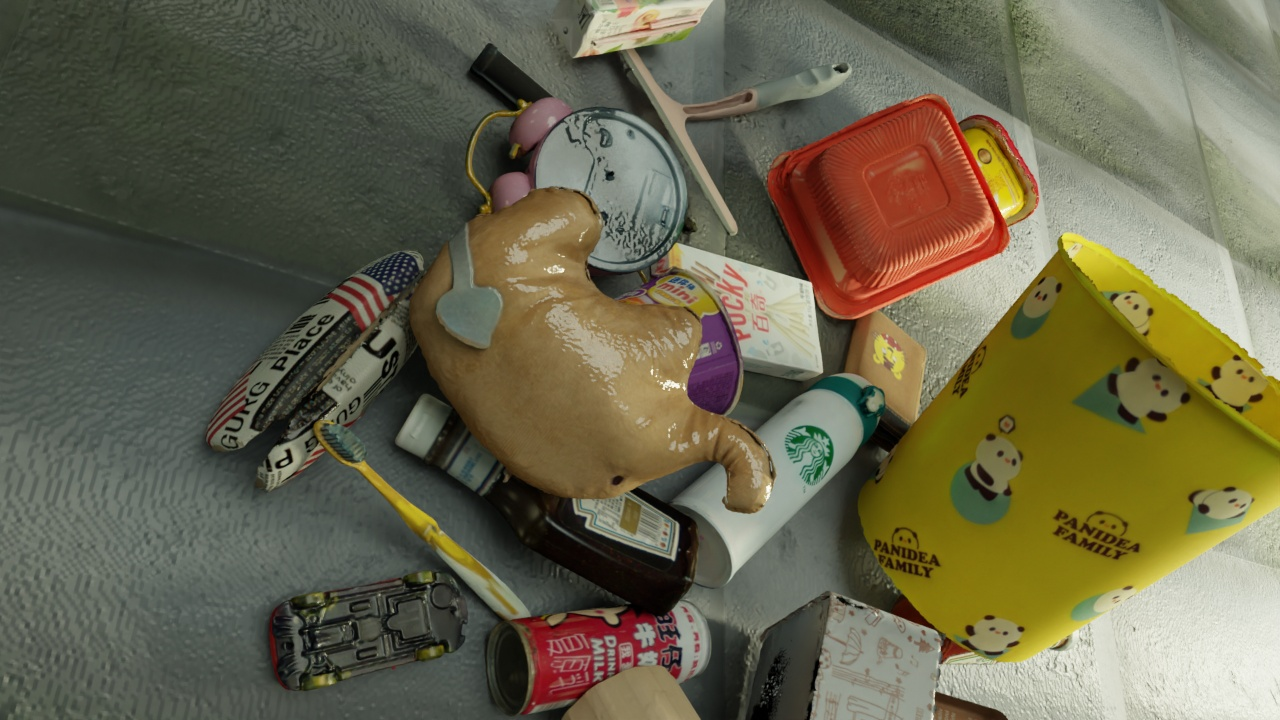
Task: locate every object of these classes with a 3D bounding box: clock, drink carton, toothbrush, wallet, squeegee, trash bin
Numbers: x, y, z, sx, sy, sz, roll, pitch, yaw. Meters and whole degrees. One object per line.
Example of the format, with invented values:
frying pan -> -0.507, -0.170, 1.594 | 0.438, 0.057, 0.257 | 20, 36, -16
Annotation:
clock -> -0.047, -0.121, 0.647 | 0.158, 0.060, 0.117 | 22, 75, -24
drink carton -> -0.005, -0.278, 0.731 | 0.122, 0.054, 0.045 | -21, 78, -33
toothbrush -> -0.037, -0.163, 0.704 | 0.212, 0.027, 0.026 | 36, 81, -19
wallet -> 0.217, 0.018, 0.816 | 0.090, 0.033, 0.115 | 36, 51, -18
squeegee -> 0.098, -0.235, 0.819 | 0.249, 0.040, 0.247 | -22, 77, -33
trash bin -> 0.315, 0.076, 0.682 | 0.229, 0.256, 0.229 | 25, 32, -17
toothbrush -> -0.113, 0.097, 0.513 | 0.191, 0.018, 0.016 | 54, 50, -31

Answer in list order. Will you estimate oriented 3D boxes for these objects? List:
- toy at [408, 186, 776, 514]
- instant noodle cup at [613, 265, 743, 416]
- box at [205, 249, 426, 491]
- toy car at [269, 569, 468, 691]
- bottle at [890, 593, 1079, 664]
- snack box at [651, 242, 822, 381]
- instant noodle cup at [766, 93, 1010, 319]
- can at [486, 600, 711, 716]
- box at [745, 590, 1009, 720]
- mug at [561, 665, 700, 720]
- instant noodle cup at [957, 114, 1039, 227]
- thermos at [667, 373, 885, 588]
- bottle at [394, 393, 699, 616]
toy -> -0.028, 0.015, 0.517 | 0.226, 0.143, 0.082 | 47, 11, -7
instant noodle cup -> -0.004, 0.004, 0.617 | 0.099, 0.112, 0.111 | -21, 85, -30
box -> -0.177, -0.009, 0.515 | 0.081, 0.075, 0.163 | 40, 55, -6
toy car -> -0.145, 0.145, 0.497 | 0.106, 0.031, 0.049 | -4, 75, -36
bottle -> 0.297, 0.226, 0.773 | 0.205, 0.060, 0.059 | 13, 65, -33
snack box -> 0.079, -0.037, 0.739 | 0.156, 0.027, 0.084 | 11, 66, -33
instant noodle cup -> 0.220, -0.140, 0.802 | 0.189, 0.079, 0.164 | -25, 85, -2
can -> -0.023, 0.178, 0.559 | 0.132, 0.053, 0.053 | 3, 70, -35
box -> 0.162, 0.279, 0.583 | 0.192, 0.157, 0.182 | 21, 59, -2
mug -> -0.008, 0.245, 0.507 | 0.124, 0.084, 0.103 | -22, 45, -17
instant noodle cup -> 0.305, -0.161, 0.906 | 0.123, 0.116, 0.116 | -33, 92, -29
thermos -> 0.107, 0.077, 0.682 | 0.223, 0.073, 0.073 | -33, 93, -40
bottle -> -0.056, 0.083, 0.561 | 0.195, 0.044, 0.079 | 31, 26, -10
